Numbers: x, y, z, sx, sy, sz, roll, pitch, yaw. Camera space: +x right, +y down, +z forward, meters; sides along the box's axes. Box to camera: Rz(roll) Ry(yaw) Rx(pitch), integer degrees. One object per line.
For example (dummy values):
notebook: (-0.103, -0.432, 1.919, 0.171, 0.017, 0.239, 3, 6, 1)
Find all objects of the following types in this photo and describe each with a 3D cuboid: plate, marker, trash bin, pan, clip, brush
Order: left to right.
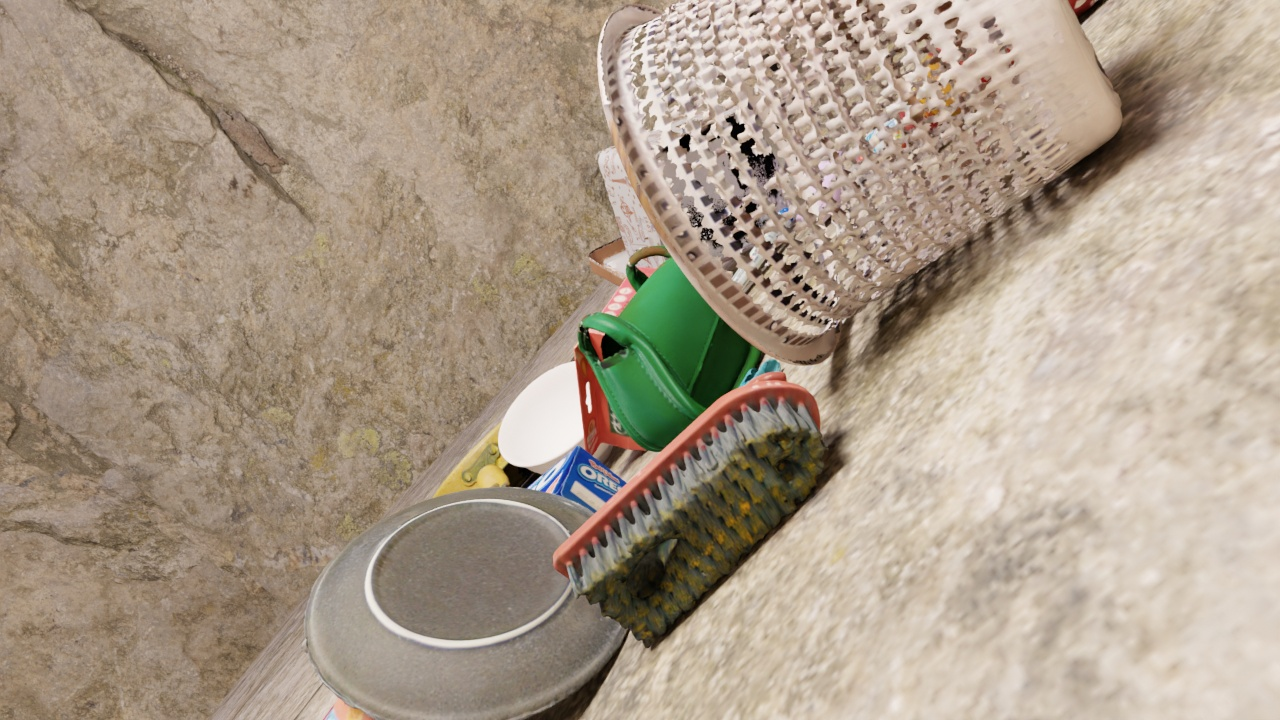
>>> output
plate: (-0.090, 0.119, 0.498, 0.179, 0.179, 0.024, -61, -25, -57)
pan: (-0.146, 0.121, 0.936, 0.197, 0.078, 0.357, -48, -7, -6)
brush: (0.027, 0.064, 0.446, 0.146, 0.063, 0.069, -45, 22, 9)
marker: (0.101, -0.085, 0.870, 0.145, 0.017, 0.017, -54, 9, -9)
clip: (0.070, 0.022, 0.592, 0.056, 0.015, 0.049, -53, 12, -29)
trash bin: (0.121, -0.137, 0.475, 0.193, 0.227, 0.226, -28, 18, 31)

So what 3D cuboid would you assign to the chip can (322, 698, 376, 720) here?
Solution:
chip can: (-0.180, 0.265, 0.471, 0.214, 0.071, 0.071, -54, 9, -9)

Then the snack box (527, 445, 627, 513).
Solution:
snack box: (-0.089, 0.143, 0.690, 0.208, 0.058, 0.057, -41, 14, 37)

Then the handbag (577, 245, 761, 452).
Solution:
handbag: (0.019, -0.011, 0.640, 0.068, 0.120, 0.131, -32, 15, 40)

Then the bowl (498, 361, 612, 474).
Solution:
bowl: (-0.063, 0.065, 0.831, 0.118, 0.065, 0.118, -23, 38, 19)

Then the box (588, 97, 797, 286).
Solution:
box: (0.042, -0.170, 0.941, 0.182, 0.157, 0.193, -27, 25, -22)

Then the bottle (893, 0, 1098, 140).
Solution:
bottle: (0.256, -0.230, 0.654, 0.175, 0.057, 0.057, -44, 9, 21)

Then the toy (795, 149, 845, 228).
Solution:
toy: (0.164, -0.153, 0.836, 0.107, 0.039, 0.084, -73, 8, -68)

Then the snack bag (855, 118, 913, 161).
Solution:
snack bag: (0.218, -0.196, 0.801, 0.048, 0.026, 0.104, -60, 8, 0)

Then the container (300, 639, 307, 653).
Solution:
container: (-0.134, 0.171, 0.588, 0.090, 0.114, 0.090, -46, 9, 13)

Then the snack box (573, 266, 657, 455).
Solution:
snack box: (-0.004, 0.004, 0.736, 0.126, 0.044, 0.113, -58, -29, -49)
